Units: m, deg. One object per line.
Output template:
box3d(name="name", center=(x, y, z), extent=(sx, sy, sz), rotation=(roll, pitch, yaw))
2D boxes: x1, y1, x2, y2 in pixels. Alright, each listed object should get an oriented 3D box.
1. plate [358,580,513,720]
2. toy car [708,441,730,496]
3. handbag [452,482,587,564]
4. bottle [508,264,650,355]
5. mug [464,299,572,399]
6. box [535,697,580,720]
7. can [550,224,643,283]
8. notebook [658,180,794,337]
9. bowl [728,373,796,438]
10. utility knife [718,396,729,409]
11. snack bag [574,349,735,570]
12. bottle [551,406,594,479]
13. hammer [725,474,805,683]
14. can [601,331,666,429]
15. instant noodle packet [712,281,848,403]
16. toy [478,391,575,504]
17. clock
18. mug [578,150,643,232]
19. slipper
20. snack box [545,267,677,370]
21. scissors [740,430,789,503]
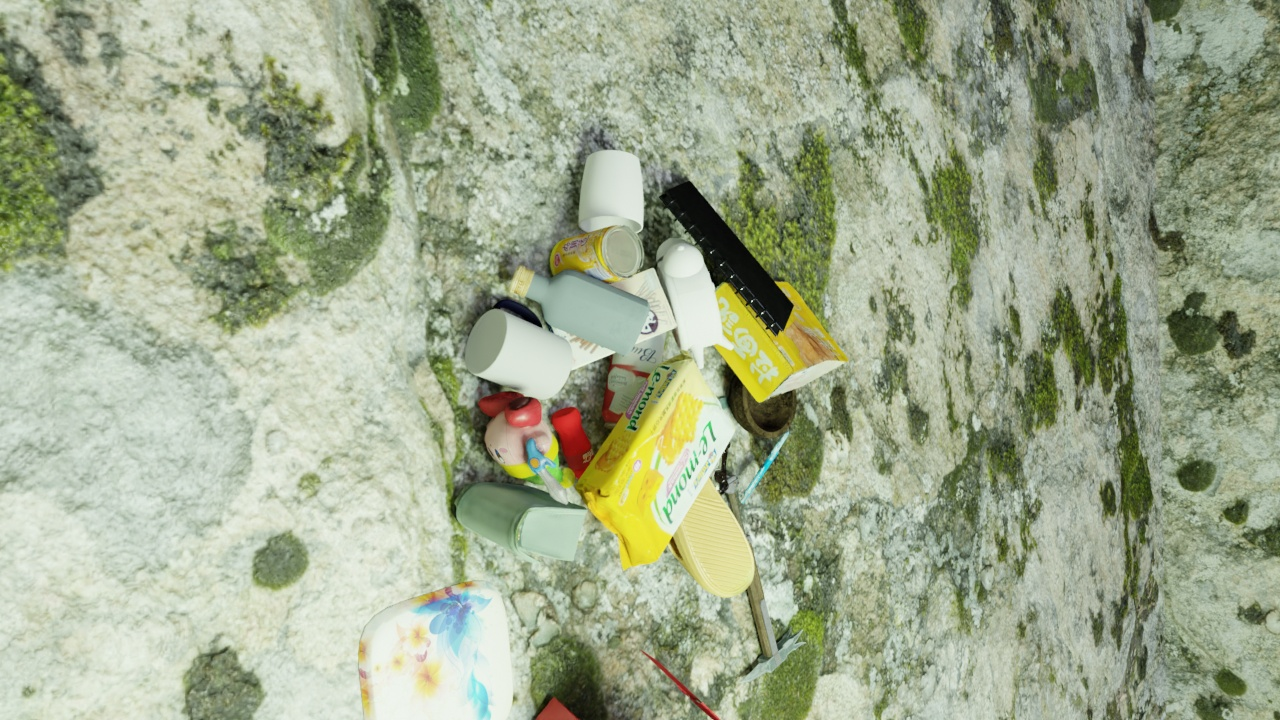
box3d(name="plate", center=(-0.219, 0.351, 1.023), extent=(0.186, 0.016, 0.187), rotation=(-9, 95, -42))
box3d(name="toy car", center=(0.106, 0.140, 1.303), extent=(0.048, 0.040, 0.112), rotation=(71, 23, -62))
box3d(name="handbag", center=(-0.135, 0.181, 1.030), extent=(0.106, 0.122, 0.067), rotation=(17, 87, -44))
box3d(name="bottle", center=(-0.075, -0.067, 1.083), extent=(0.161, 0.046, 0.072), rotation=(22, 109, -10))
box3d(name="mug", center=(-0.142, -0.020, 1.066), extent=(0.096, 0.079, 0.111), rotation=(24, 45, -40))
box3d(name="box", center=(0.027, 0.500, 1.050), extent=(0.211, 0.316, 0.123), rotation=(51, 47, -29))
box3d(name="can", center=(-0.055, -0.124, 1.118), extent=(0.067, 0.105, 0.067), rotation=(6, 81, -42))
box3d(name="notebook", center=(0.119, -0.140, 1.222), extent=(0.231, 0.019, 0.168), rotation=(50, 21, -3))
box3d(name="bowl", center=(0.171, 0.054, 1.355), extent=(0.121, 0.056, 0.121), rotation=(5, 82, -41))
box3d(name="utility knife", center=(0.077, 0.073, 1.271), extent=(0.208, 0.015, 0.031), rotation=(-15, 86, -58))
box3d(name="snack bag", center=(0.018, 0.120, 1.126), extent=(0.246, 0.068, 0.160), rotation=(-55, 138, -24))
box3d(name="bottle", center=(-0.076, 0.117, 1.143), extent=(0.036, 0.036, 0.119), rotation=(-32, 111, -38))
box3d(name="hammer", center=(0.162, 0.318, 1.365), extent=(0.146, 0.028, 0.317), rotation=(-26, 106, -40))
box3d(name="can", center=(-0.007, 0.007, 1.187), extent=(0.067, 0.067, 0.170), rotation=(17, 79, -41))
box3d(name="instant noodle packet", center=(0.204, -0.041, 1.330), extent=(0.221, 0.084, 0.163), rotation=(-15, 62, -50))
box3d(name="toy", center=(-0.119, 0.100, 1.045), extent=(0.096, 0.124, 0.131), rotation=(-22, 107, -36))
box3d(name="clock", center=(0.071, -0.081, 1.212), extent=(0.073, 0.125, 0.161), rotation=(-15, 105, -3))
box3d(name="mug", center=(-0.032, -0.207, 1.170), extent=(0.114, 0.081, 0.087), rotation=(34, 56, -71))
box3d(name="slipper", center=(0.058, 0.203, 1.242), extent=(0.099, 0.079, 0.263), rotation=(-25, 89, -42))
box3d(name="snack box", center=(-0.037, -0.051, 1.136), extent=(0.150, 0.026, 0.082), rotation=(-22, 91, -15))
box3d(name="scissors", center=(0.179, 0.168, 1.362), extent=(0.014, 0.090, 0.140), rotation=(31, 59, 11))
